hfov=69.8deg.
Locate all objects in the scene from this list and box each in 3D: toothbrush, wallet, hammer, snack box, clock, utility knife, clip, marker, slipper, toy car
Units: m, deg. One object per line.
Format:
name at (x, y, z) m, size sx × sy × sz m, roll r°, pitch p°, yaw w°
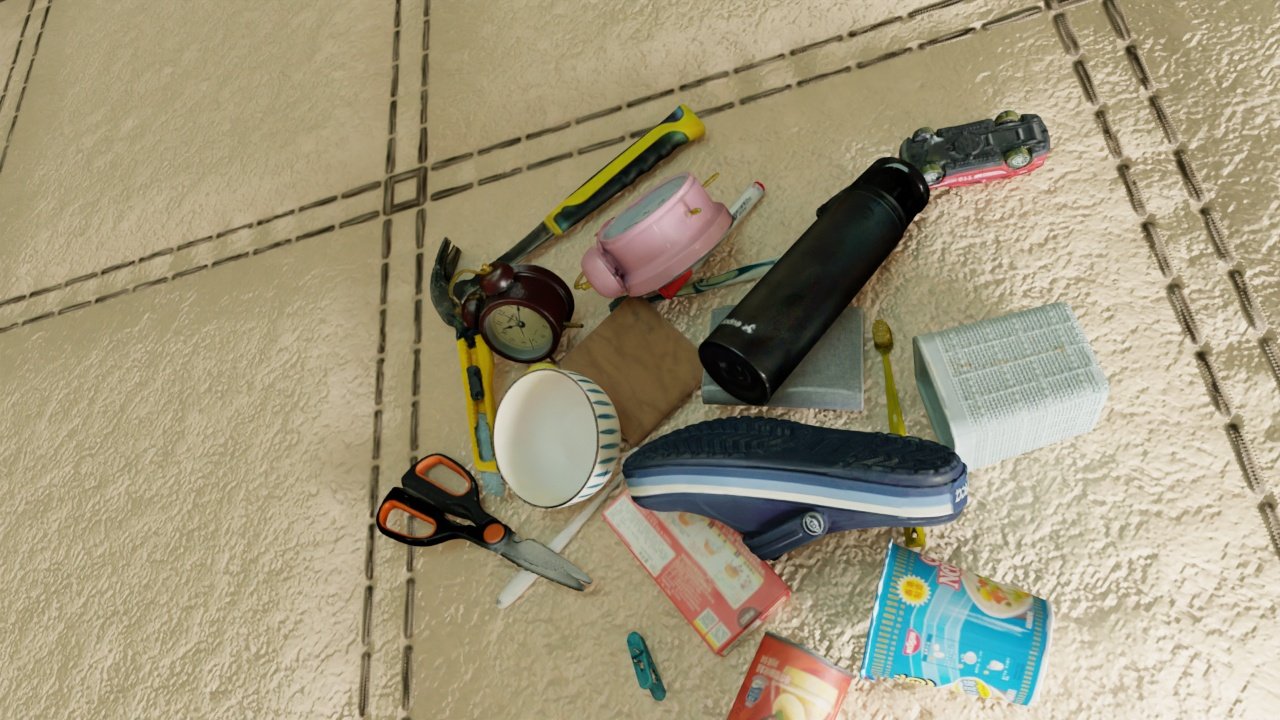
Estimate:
toothbrush at (0.059, -0.072, 0.838) m, size 0.192 × 0.018 × 0.016 m, roll -14°, pitch 62°, yaw 16°
wallet at (-0.005, 0.005, 0.817) m, size 0.101 × 0.020 × 0.115 m, roll -45°, pitch 63°, yaw -1°
toothbrush at (0.202, 0.052, 0.722) m, size 0.016 × 0.016 × 0.189 m, roll -10°, pitch 62°, yaw 17°
hammer at (-0.076, -0.148, 0.920) m, size 0.323 × 0.032 × 0.126 m, roll -38°, pitch 59°, yaw 1°
snack box at (0.042, 0.152, 0.731) m, size 0.075 × 0.025 × 0.153 m, roll -42°, pitch 58°, yaw -3°
clock at (-0.116, -0.047, 0.839) m, size 0.082 × 0.122 × 0.055 m, roll -49°, pitch 19°, yaw 39°
utility knife at (-0.144, 0.043, 0.837) m, size 0.033 × 0.015 × 0.176 m, roll -17°, pitch 66°, yaw 8°
clock at (0.004, -0.107, 0.824) m, size 0.159 × 0.060 × 0.117 m, roll -30°, pitch 20°, yaw 28°
clip at (0.003, 0.235, 0.710) m, size 0.013 × 0.034 × 0.055 m, roll -30°, pitch 49°, yaw 2°
marker at (0.067, -0.112, 0.844) m, size 0.017 × 0.017 × 0.145 m, roll 31°, pitch 71°, yaw 30°
slipper at (0.111, 0.098, 0.681) m, size 0.253 × 0.104 × 0.095 m, roll 0°, pitch 101°, yaw 28°
toothbrush at (-0.060, 0.142, 0.781) m, size 0.180 × 0.016 × 0.016 m, roll -47°, pitch 52°, yaw -4°
toy car at (0.283, -0.175, 0.784) m, size 0.121 × 0.045 × 0.052 m, roll -6°, pitch 61°, yaw 13°
wallet at (0.121, -0.005, 0.767) m, size 0.130 × 0.037 × 0.106 m, roll 1°, pitch 54°, yaw 13°

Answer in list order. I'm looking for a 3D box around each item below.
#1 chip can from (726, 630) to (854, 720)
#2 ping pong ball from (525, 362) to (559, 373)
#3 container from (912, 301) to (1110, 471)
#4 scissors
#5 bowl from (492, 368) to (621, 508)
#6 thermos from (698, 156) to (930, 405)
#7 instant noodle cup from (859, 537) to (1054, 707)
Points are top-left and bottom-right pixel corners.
chip can at (0.073, 0.298, 0.622) m, size 0.073 × 0.073 × 0.216 m, roll 21°, pitch 74°, yaw 28°
ping pong ball at (-0.088, 0.022, 0.836) m, size 0.040 × 0.040 × 0.040 m, roll -9°, pitch 63°, yaw 17°
container at (0.269, 0.020, 0.672) m, size 0.111 × 0.090 × 0.089 m, roll -17°, pitch 61°, yaw 10°
scissors at (-0.142, 0.160, 0.789) m, size 0.139 × 0.022 × 0.235 m, roll -36°, pitch 49°, yaw -13°
bowl at (-0.062, 0.065, 0.780) m, size 0.117 × 0.066 × 0.116 m, roll -2°, pitch 86°, yaw 36°
thermos at (0.141, -0.070, 0.754) m, size 0.242 × 0.068 × 0.090 m, roll -47°, pitch 28°, yaw -23°
instant noodle cup at (0.212, 0.181, 0.617) m, size 0.110 × 0.099 × 0.099 m, roll 12°, pitch 70°, yaw 17°
